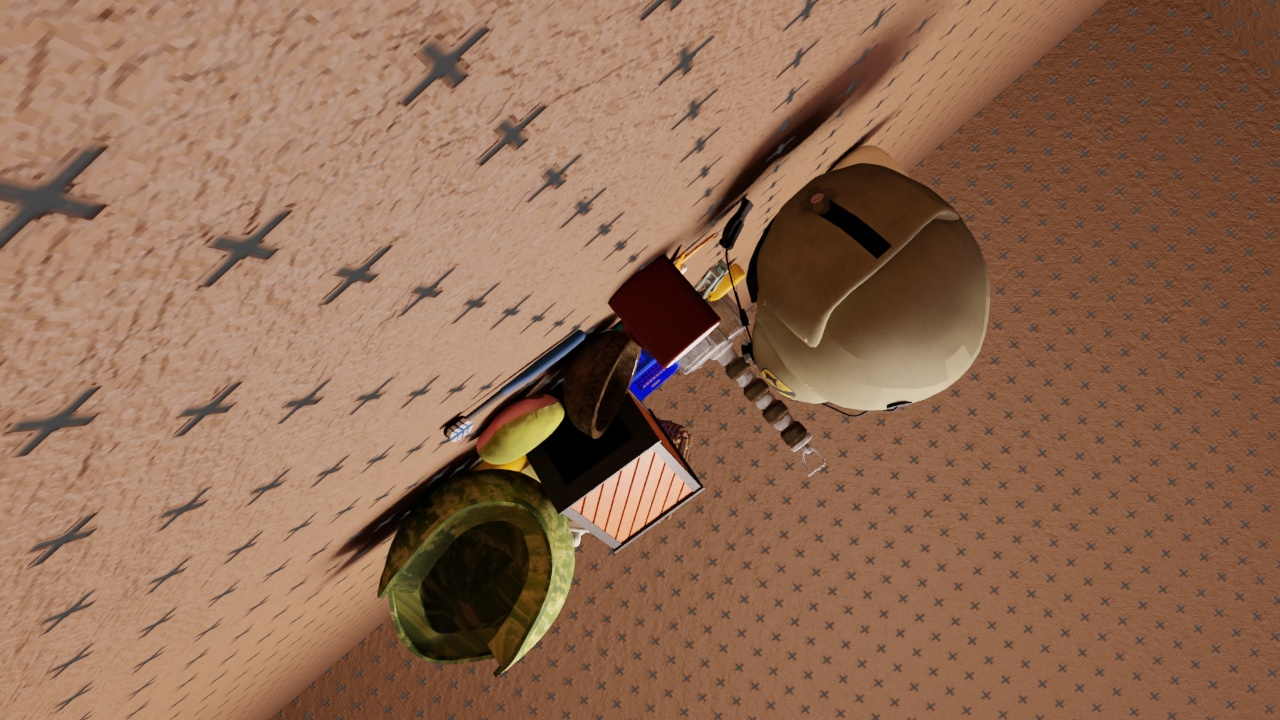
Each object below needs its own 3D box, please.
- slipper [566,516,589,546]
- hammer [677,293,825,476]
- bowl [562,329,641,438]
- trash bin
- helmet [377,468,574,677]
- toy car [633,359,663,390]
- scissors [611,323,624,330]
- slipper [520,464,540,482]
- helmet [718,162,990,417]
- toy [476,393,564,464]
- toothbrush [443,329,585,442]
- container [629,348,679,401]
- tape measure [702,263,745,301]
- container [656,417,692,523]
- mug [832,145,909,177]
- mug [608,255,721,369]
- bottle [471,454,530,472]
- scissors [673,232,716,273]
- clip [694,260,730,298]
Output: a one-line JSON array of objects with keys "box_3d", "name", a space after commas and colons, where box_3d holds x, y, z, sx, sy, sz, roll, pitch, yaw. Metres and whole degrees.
[{"box_3d": [-0.163, 0.232, 1.281, 0.263, 0.052, 0.115, 2, 178, 9], "name": "slipper"}, {"box_3d": [0.175, 0.039, 1.432, 0.080, 0.326, 0.176, -43, 175, 28], "name": "hammer"}, {"box_3d": [-0.050, 0.018, 0.991, 0.121, 0.056, 0.121, 24, 89, -79], "name": "bowl"}, {"box_3d": [-0.038, 0.118, 1.120, 0.140, 0.139, 0.172, -36, 147, 2], "name": "trash bin"}, {"box_3d": [-0.193, 0.247, 1.108, 0.242, 0.213, 0.248, -58, -174, -24], "name": "helmet"}, {"box_3d": [0.018, -0.014, 1.308, 0.170, 0.062, 0.070, -41, 176, 8], "name": "toy car"}, {"box_3d": [-0.015, -0.039, 1.055, 0.134, 0.019, 0.145, -42, 175, 32], "name": "scissors"}, {"box_3d": [-0.205, 0.202, 1.420, 0.191, 0.091, 0.081, -38, 179, 13], "name": "slipper"}, {"box_3d": [0.209, -0.076, 0.883, 0.250, 0.255, 0.233, -42, 179, -2], "name": "helmet"}, {"box_3d": [-0.133, 0.076, 0.979, 0.110, 0.051, 0.089, -40, 174, 30], "name": "toy"}, {"box_3d": [-0.111, 0.020, 0.837, 0.167, 0.014, 0.014, -38, 142, -28], "name": "toothbrush"}, {"box_3d": [-0.007, 0.007, 1.220, 0.096, 0.058, 0.114, -41, 164, 7], "name": "container"}, {"box_3d": [0.128, -0.120, 1.388, 0.068, 0.030, 0.059, -41, 176, -25], "name": "tape measure"}, {"box_3d": [-0.025, 0.143, 1.351, 0.250, 0.183, 0.162, 11, 93, -85], "name": "container"}, {"box_3d": [0.307, -0.239, 1.267, 0.119, 0.099, 0.096, -35, 175, -38], "name": "mug"}, {"box_3d": [0.017, -0.039, 0.891, 0.073, 0.082, 0.106, -38, 175, -34], "name": "mug"}, {"box_3d": [-0.184, 0.141, 1.249, 0.143, 0.043, 0.043, -37, 175, -36], "name": "bottle"}, {"box_3d": [0.031, -0.092, 0.960, 0.125, 0.011, 0.131, -39, 178, 2], "name": "scissors"}, {"box_3d": [0.099, -0.112, 1.282, 0.044, 0.023, 0.076, -37, 173, -26], "name": "clip"}]
